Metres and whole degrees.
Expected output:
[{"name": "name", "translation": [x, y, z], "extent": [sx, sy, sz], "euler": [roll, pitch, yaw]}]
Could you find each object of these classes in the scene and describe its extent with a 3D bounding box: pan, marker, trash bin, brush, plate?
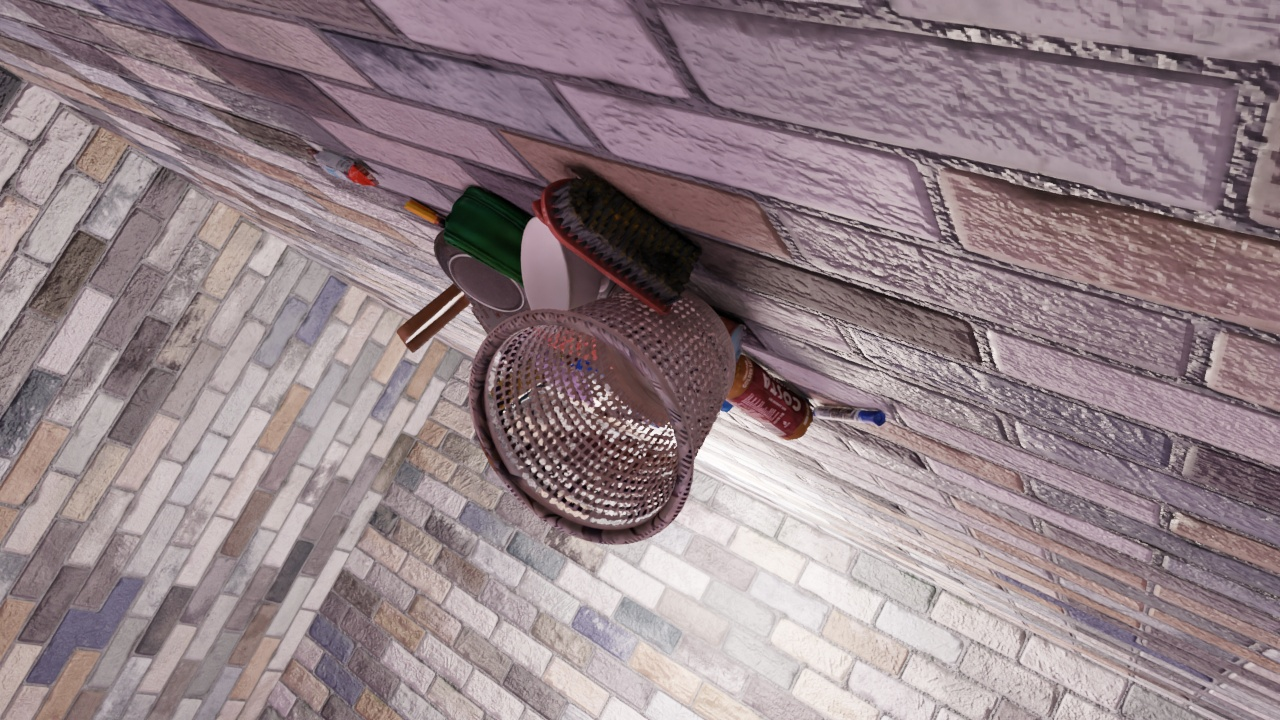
[{"name": "pan", "translation": [-0.119, 0.017, 1.554], "extent": [0.078, 0.198, 0.356], "euler": [58, -160, 1]}, {"name": "marker", "translation": [0.240, 0.063, 1.069], "extent": [0.017, 0.017, 0.146], "euler": [30, 172, -14]}, {"name": "marker", "translation": [-0.256, -0.181, 1.226], "extent": [0.124, 0.015, 0.018], "euler": [27, 174, -12]}, {"name": "trash bin", "translation": [-0.014, 0.027, 0.860], "extent": [0.227, 0.228, 0.191], "euler": [26, -145, 19]}, {"name": "brush", "translation": [-0.024, -0.100, 0.774], "extent": [0.145, 0.063, 0.069], "euler": [33, 158, -23]}, {"name": "plate", "translation": [-0.203, -0.110, 1.233], "extent": [0.179, 0.024, 0.180], "euler": [20, 149, 13]}]

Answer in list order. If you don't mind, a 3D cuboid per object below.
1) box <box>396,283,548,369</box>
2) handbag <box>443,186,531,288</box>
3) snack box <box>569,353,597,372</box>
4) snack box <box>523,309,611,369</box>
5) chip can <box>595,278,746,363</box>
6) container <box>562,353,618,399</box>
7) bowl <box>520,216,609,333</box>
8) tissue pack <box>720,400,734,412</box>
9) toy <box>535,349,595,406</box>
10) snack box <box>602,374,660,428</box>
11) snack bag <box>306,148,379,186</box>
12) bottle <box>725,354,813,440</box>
[{"name": "box", "translation": [-0.254, -0.036, 1.396], "extent": [0.157, 0.192, 0.183], "euler": [54, 171, 1]}, {"name": "handbag", "translation": [-0.155, -0.134, 1.022], "extent": [0.131, 0.068, 0.120], "euler": [30, 179, -22]}, {"name": "snack box", "translation": [-0.007, 0.007, 1.136], "extent": [0.157, 0.026, 0.084], "euler": [7, -179, 9]}, {"name": "snack box", "translation": [-0.060, -0.042, 1.089], "extent": [0.113, 0.044, 0.126], "euler": [20, -161, 12]}, {"name": "chip can", "translation": [0.004, -0.048, 0.982], "extent": [0.215, 0.071, 0.071], "euler": [25, 171, 21]}, {"name": "container", "translation": [-0.042, -0.007, 1.330], "extent": [0.114, 0.090, 0.090], "euler": [35, 170, -18]}, {"name": "bowl", "translation": [-0.070, -0.090, 0.933], "extent": [0.064, 0.118, 0.118], "euler": [-11, -169, -27]}, {"name": "tissue pack", "translation": [0.074, 0.035, 1.316], "extent": [0.095, 0.052, 0.157], "euler": [31, 171, -18]}, {"name": "toy", "translation": [-0.113, 0.019, 1.323], "extent": [0.108, 0.038, 0.084], "euler": [33, 154, 30]}, {"name": "snack box", "translation": [-0.023, 0.002, 1.241], "extent": [0.207, 0.058, 0.057], "euler": [52, 161, -28]}, {"name": "snack bag", "translation": [-0.387, -0.249, 1.187], "extent": [0.104, 0.026, 0.048], "euler": [24, 165, 32]}, {"name": "bottle", "translation": [0.139, 0.038, 1.106], "extent": [0.175, 0.057, 0.057], "euler": [35, 170, -38]}]
